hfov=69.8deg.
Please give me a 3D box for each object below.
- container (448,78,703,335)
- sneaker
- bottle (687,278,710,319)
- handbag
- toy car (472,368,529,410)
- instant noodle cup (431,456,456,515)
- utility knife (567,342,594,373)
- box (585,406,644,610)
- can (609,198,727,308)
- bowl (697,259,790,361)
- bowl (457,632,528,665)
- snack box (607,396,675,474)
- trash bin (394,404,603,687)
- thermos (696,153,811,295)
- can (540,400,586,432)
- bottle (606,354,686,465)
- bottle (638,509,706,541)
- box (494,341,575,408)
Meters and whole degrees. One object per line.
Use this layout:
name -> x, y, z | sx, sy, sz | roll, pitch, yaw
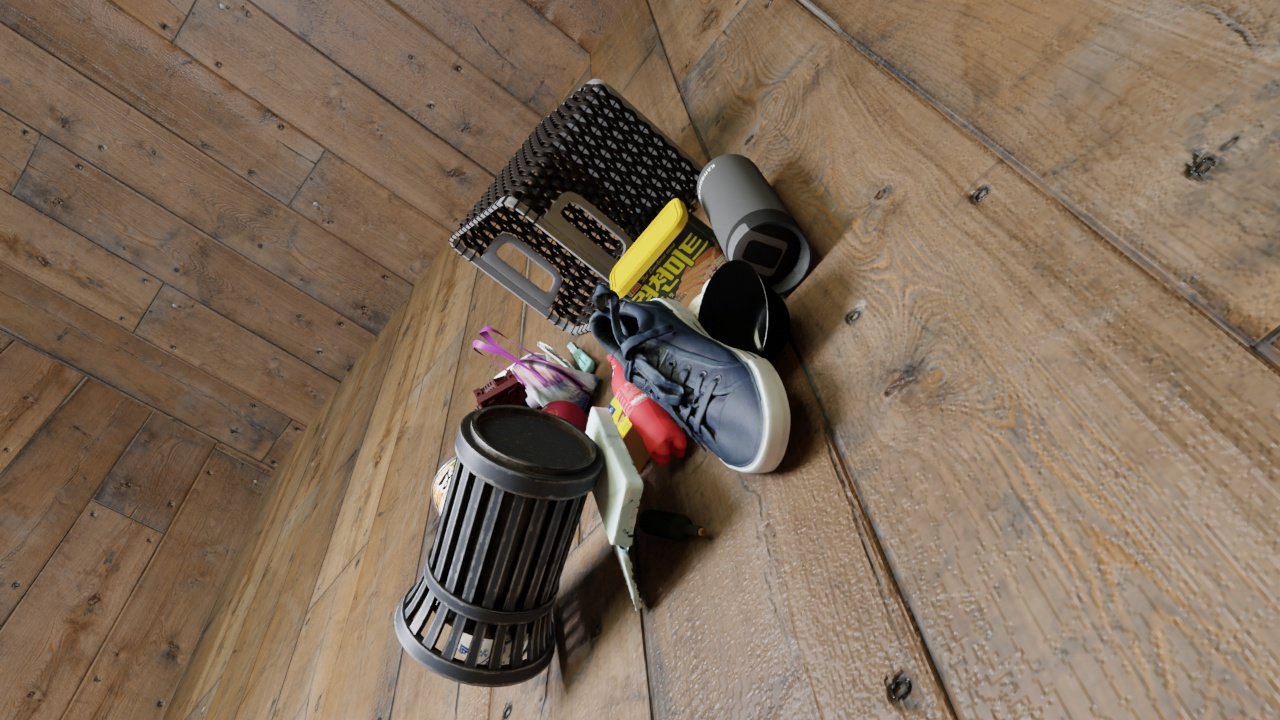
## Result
container -> -0.086, -0.219, 1.343 | 0.246, 0.247, 0.243 | -13, 44, 60
sneaker -> 0.028, 0.010, 0.864 | 0.294, 0.127, 0.121 | 43, 126, 53
bottle -> 0.076, -0.040, 0.991 | 0.109, 0.063, 0.063 | -54, 18, 39
handbag -> -0.149, 0.011, 1.243 | 0.145, 0.170, 0.068 | -10, 50, 61
toy car -> -0.178, 0.069, 1.227 | 0.070, 0.170, 0.062 | -29, 58, -12
instant noodle cup -> -0.199, 0.199, 1.177 | 0.124, 0.123, 0.121 | -51, 31, 12
utility knife -> -0.090, -0.006, 1.363 | 0.022, 0.015, 0.168 | -57, 18, 3
box -> -0.030, 0.138, 0.904 | 0.197, 0.043, 0.136 | -120, 29, -69
can -> 0.043, -0.110, 1.105 | 0.131, 0.101, 0.072 | -48, 23, 21
bowl -> 0.110, -0.034, 0.901 | 0.124, 0.052, 0.124 | -12, 77, 62
bowl -> -0.168, 0.292, 1.041 | 0.116, 0.059, 0.115 | -45, 24, 26
snack box -> 0.004, 0.054, 1.038 | 0.126, 0.040, 0.088 | -56, 22, 0
trash bin -> -0.133, 0.172, 0.898 | 0.164, 0.164, 0.228 | -114, 39, -65
thermos -> 0.122, -0.159, 1.033 | 0.082, 0.082, 0.240 | -48, 23, 19
can -> -0.104, 0.107, 1.160 | 0.063, 0.063, 0.114 | -43, 25, 30
bottle -> 0.002, 0.046, 0.966 | 0.042, 0.041, 0.141 | -46, 58, 23
bottle -> 0.032, 0.156, 0.860 | 0.106, 0.025, 0.025 | -7, 52, 62
box -> -0.157, 0.024, 1.368 | 0.161, 0.081, 0.091 | -30, 13, 49
